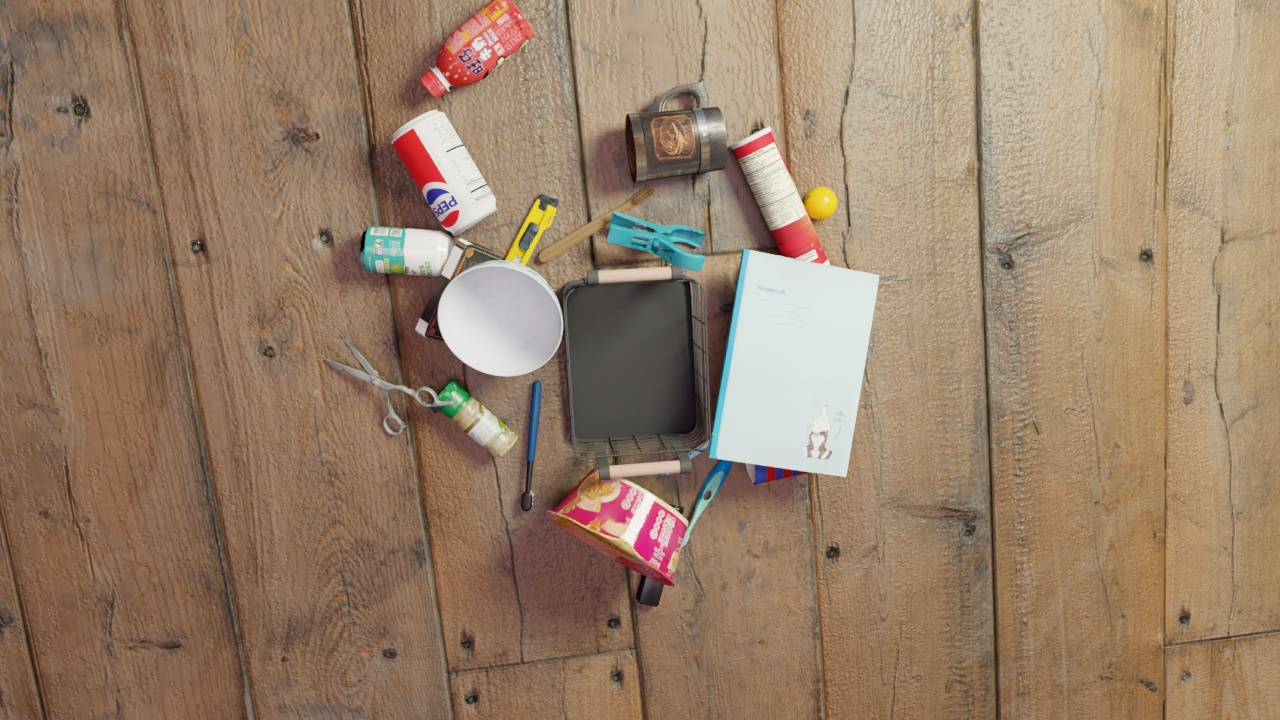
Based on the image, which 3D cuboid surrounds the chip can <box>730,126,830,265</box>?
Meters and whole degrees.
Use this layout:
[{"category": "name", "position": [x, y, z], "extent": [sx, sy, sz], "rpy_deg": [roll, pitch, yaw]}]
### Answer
[{"category": "chip can", "position": [0.179, -0.176, 1.126], "extent": [0.052, 0.052, 0.215], "rpy_deg": [-27, 101, -1]}]

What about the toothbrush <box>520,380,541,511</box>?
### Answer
[{"category": "toothbrush", "position": [-0.137, 0.108, 1.158], "extent": [0.014, 0.014, 0.168], "rpy_deg": [6, 96, 4]}]

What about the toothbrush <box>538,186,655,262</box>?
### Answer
[{"category": "toothbrush", "position": [-0.053, -0.167, 1.122], "extent": [0.167, 0.016, 0.016], "rpy_deg": [-31, 103, 1]}]

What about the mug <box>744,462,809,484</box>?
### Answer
[{"category": "mug", "position": [0.170, 0.095, 1.156], "extent": [0.076, 0.075, 0.112], "rpy_deg": [-11, 105, -4]}]

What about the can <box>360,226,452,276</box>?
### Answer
[{"category": "can", "position": [-0.276, -0.129, 1.085], "extent": [0.101, 0.055, 0.055], "rpy_deg": [3, 99, -7]}]

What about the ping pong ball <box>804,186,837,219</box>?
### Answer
[{"category": "ping pong ball", "position": [0.222, -0.194, 1.133], "extent": [0.040, 0.040, 0.040], "rpy_deg": [-1, 99, -6]}]

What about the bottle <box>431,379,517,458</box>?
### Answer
[{"category": "bottle", "position": [-0.204, 0.073, 1.132], "extent": [0.111, 0.043, 0.043], "rpy_deg": [43, 93, -11]}]

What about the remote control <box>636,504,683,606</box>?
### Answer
[{"category": "remote control", "position": [0.026, 0.255, 1.199], "extent": [0.032, 0.015, 0.136], "rpy_deg": [14, 98, -8]}]

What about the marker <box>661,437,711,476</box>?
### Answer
[{"category": "marker", "position": [0.086, 0.109, 1.183], "extent": [0.142, 0.013, 0.013], "rpy_deg": [-34, 101, 0]}]

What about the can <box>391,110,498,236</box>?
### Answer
[{"category": "can", "position": [-0.227, -0.217, 1.068], "extent": [0.070, 0.070, 0.132], "rpy_deg": [-31, 101, 0]}]

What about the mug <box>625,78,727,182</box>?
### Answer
[{"category": "mug", "position": [0.039, -0.274, 1.087], "extent": [0.107, 0.080, 0.115], "rpy_deg": [-8, 83, -6]}]

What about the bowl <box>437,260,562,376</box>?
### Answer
[{"category": "bowl", "position": [-0.158, -0.062, 1.078], "extent": [0.144, 0.074, 0.144], "rpy_deg": [2, 121, 3]}]

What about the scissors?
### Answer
[{"category": "scissors", "position": [-0.303, 0.027, 1.108], "extent": [0.162, 0.014, 0.142], "rpy_deg": [-6, 114, 22]}]

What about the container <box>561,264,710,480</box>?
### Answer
[{"category": "container", "position": [-0.007, 0.006, 1.097], "extent": [0.163, 0.130, 0.241], "rpy_deg": [-4, 100, -5]}]

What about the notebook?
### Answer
[{"category": "notebook", "position": [0.186, 0.006, 1.110], "extent": [0.181, 0.009, 0.253], "rpy_deg": [9, 91, -12]}]

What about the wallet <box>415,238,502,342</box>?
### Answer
[{"category": "wallet", "position": [-0.216, -0.081, 1.096], "extent": [0.019, 0.072, 0.123], "rpy_deg": [32, 98, 30]}]

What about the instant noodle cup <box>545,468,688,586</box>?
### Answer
[{"category": "instant noodle cup", "position": [-0.019, 0.197, 1.116], "extent": [0.178, 0.179, 0.077], "rpy_deg": [34, 73, -10]}]

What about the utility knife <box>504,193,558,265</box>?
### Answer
[{"category": "utility knife", "position": [-0.147, -0.127, 1.121], "extent": [0.030, 0.017, 0.165], "rpy_deg": [28, 99, 0]}]

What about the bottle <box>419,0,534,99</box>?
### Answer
[{"category": "bottle", "position": [-0.192, -0.354, 1.054], "extent": [0.137, 0.062, 0.062], "rpy_deg": [-39, 101, 2]}]

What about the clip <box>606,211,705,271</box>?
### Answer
[{"category": "clip", "position": [0.028, -0.156, 1.120], "extent": [0.130, 0.120, 0.031], "rpy_deg": [28, 132, 9]}]

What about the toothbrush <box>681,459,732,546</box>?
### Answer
[{"category": "toothbrush", "position": [0.083, 0.182, 1.192], "extent": [0.022, 0.017, 0.135], "rpy_deg": [30, 88, -8]}]
